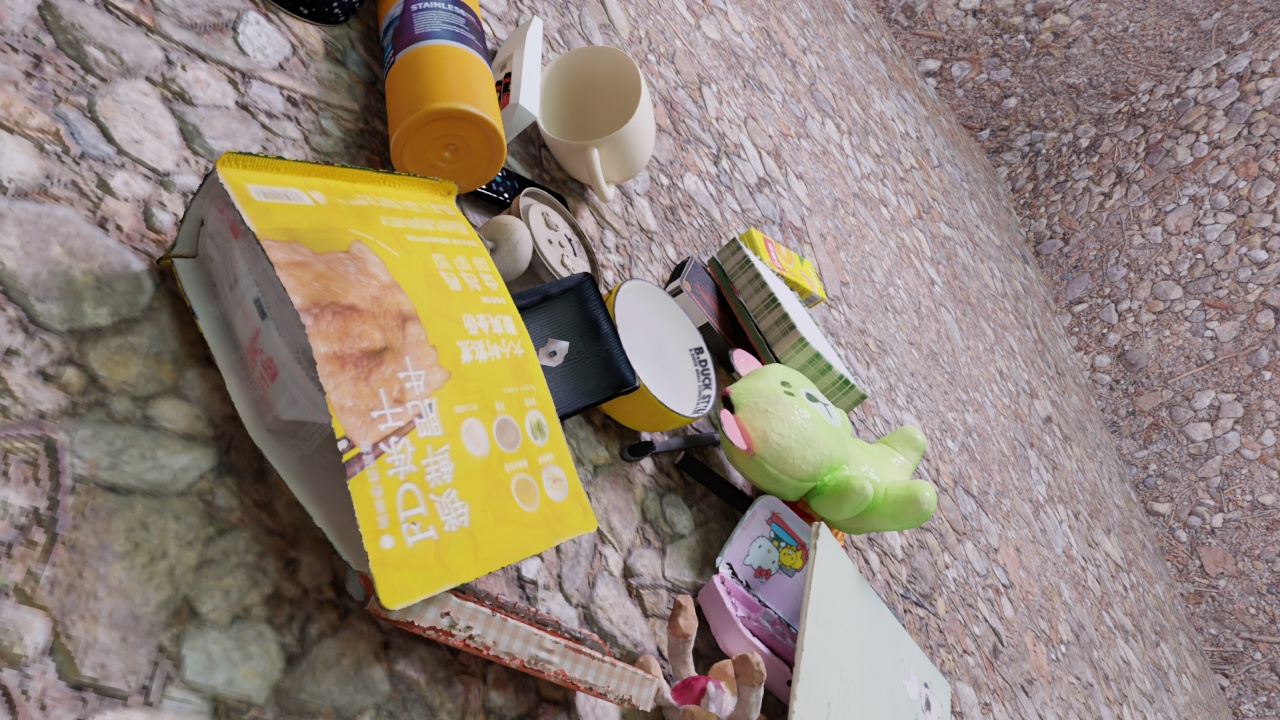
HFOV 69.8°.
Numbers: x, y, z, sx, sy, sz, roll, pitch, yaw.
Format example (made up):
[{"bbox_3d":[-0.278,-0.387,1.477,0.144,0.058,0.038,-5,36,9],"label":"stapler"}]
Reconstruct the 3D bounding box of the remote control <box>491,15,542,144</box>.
[{"bbox_3d":[-0.109,-0.236,0.767,0.024,0.050,0.143,32,40,-36],"label":"remote control"}]

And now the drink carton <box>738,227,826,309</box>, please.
[{"bbox_3d":[0.154,-0.100,1.044,0.134,0.043,0.058,18,46,-49],"label":"drink carton"}]

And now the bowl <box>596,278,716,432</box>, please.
[{"bbox_3d":[-0.004,0.004,0.694,0.117,0.068,0.117,36,38,-34],"label":"bowl"}]

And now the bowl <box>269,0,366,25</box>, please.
[{"bbox_3d":[-0.228,-0.302,0.631,0.120,0.067,0.120,36,38,-34],"label":"bowl"}]

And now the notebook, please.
[{"bbox_3d":[0.177,0.264,0.676,0.252,0.010,0.181,51,39,-30],"label":"notebook"}]

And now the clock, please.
[{"bbox_3d":[-0.084,-0.074,0.660,0.140,0.055,0.093,1,62,-64],"label":"clock"}]

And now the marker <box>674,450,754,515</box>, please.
[{"bbox_3d":[0.080,0.115,0.740,0.124,0.017,0.021,36,78,-3],"label":"marker"}]

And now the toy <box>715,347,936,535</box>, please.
[{"bbox_3d":[0.139,0.075,0.747,0.197,0.107,0.149,23,31,-5],"label":"toy"}]

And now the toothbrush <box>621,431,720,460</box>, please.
[{"bbox_3d":[0.035,0.068,0.753,0.167,0.013,0.013,0,64,-58],"label":"toothbrush"}]

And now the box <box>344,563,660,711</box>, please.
[{"bbox_3d":[-0.069,0.146,0.489,0.187,0.083,0.041,36,67,-37],"label":"box"}]

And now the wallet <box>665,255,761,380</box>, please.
[{"bbox_3d":[0.074,-0.040,0.895,0.123,0.019,0.072,50,31,-15],"label":"wallet"}]

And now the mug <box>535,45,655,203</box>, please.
[{"bbox_3d":[-0.034,-0.192,0.791,0.100,0.096,0.120,59,27,-69],"label":"mug"}]

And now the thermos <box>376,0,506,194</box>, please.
[{"bbox_3d":[-0.147,-0.231,0.657,0.076,0.092,0.232,1,53,-22],"label":"thermos"}]

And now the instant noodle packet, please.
[{"bbox_3d":[-0.122,0.011,0.477,0.162,0.084,0.221,-6,62,-59],"label":"instant noodle packet"}]

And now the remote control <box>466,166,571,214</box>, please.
[{"bbox_3d":[-0.110,-0.132,0.705,0.151,0.020,0.041,17,46,-48],"label":"remote control"}]

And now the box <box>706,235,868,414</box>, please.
[{"bbox_3d":[0.137,-0.033,0.894,0.117,0.051,0.205,35,18,-34],"label":"box"}]

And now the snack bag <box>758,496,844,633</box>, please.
[{"bbox_3d":[0.146,0.162,0.814,0.139,0.067,0.207,46,42,-31],"label":"snack bag"}]

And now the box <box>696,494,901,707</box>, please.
[{"bbox_3d":[0.125,0.214,0.709,0.201,0.077,0.146,45,37,-24],"label":"box"}]

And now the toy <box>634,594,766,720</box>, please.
[{"bbox_3d":[0.053,0.214,0.589,0.074,0.085,0.106,-54,134,-22],"label":"toy"}]

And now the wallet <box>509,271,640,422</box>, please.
[{"bbox_3d":[-0.065,-0.002,0.603,0.114,0.026,0.089,-20,83,-24],"label":"wallet"}]
